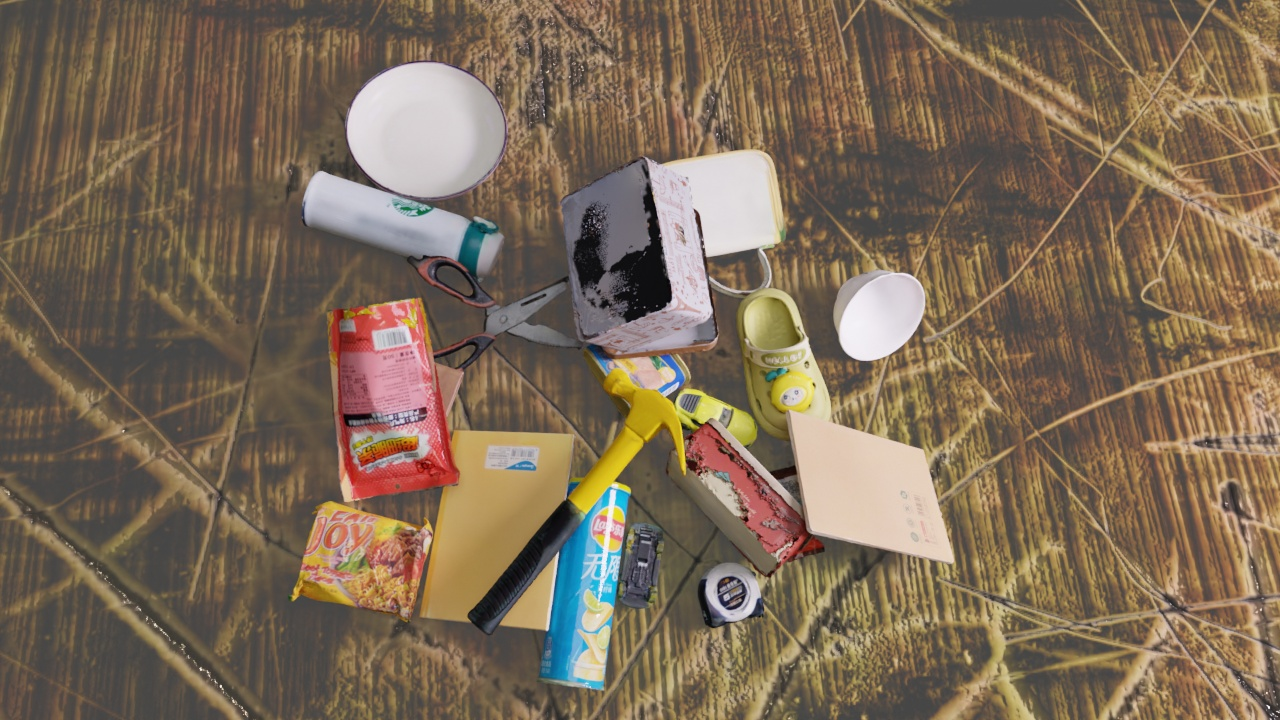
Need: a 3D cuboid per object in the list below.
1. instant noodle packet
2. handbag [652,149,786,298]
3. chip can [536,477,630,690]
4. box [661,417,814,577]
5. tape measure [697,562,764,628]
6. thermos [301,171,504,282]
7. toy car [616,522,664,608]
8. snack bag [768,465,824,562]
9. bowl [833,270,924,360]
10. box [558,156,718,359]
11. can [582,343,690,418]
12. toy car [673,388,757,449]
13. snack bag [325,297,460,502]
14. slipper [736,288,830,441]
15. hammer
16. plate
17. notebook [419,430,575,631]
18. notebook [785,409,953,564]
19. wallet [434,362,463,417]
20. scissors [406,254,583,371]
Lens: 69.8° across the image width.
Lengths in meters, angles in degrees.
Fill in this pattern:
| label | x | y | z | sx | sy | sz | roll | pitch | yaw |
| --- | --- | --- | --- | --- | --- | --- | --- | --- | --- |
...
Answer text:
| label | x | y | z | sx | sy | sz | roll | pitch | yaw |
| --- | --- | --- | --- | --- | --- | --- | --- | --- | --- |
| instant noodle packet | -0.290 | 0.207 | 0.957 | 0.128 | 0.044 | 0.110 | 12 | 66 | -4 |
| handbag | 0.094 | -0.160 | 1.134 | 0.163 | 0.063 | 0.178 | -11 | 89 | -12 |
| chip can | -0.059 | 0.233 | 0.966 | 0.071 | 0.071 | 0.210 | 10 | 71 | -5 |
| box | 0.101 | 0.154 | 0.995 | 0.078 | 0.091 | 0.168 | -38 | 71 | -19 |
| tape measure | 0.097 | 0.254 | 1.003 | 0.065 | 0.034 | 0.066 | -9 | 76 | -13 |
| thermos | -0.271 | -0.156 | 1.064 | 0.224 | 0.073 | 0.073 | 17 | 70 | -2 |
| toy car | 0.000 | 0.223 | 0.997 | 0.043 | 0.036 | 0.091 | 12 | 69 | -6 |
| snack bag | 0.176 | 0.173 | 1.044 | 0.048 | 0.026 | 0.104 | -14 | 74 | -3 |
| bowl | 0.276 | -0.066 | 1.112 | 0.118 | 0.118 | 0.064 | -18 | 36 | -14 |
| box | 0.012 | -0.098 | 1.020 | 0.166 | 0.151 | 0.181 | 12 | 64 | -51 |
| can | -0.006 | 0.006 | 1.058 | 0.083 | 0.057 | 0.102 | -34 | 79 | -15 |
| toy car | 0.087 | 0.068 | 1.064 | 0.105 | 0.032 | 0.048 | 25 | 69 | -1 |
| snack bag | -0.269 | 0.041 | 0.978 | 0.128 | 0.073 | 0.208 | -9 | 92 | 4 |
| slipper | 0.159 | -0.001 | 1.064 | 0.092 | 0.081 | 0.190 | -16 | 73 | 9 |
| hammer | -0.067 | 0.152 | 0.941 | 0.129 | 0.033 | 0.300 | 36 | 79 | 20 |
| plate | -0.260 | -0.274 | 1.122 | 0.192 | 0.039 | 0.192 | 2 | 72 | -7 |
| notebook | -0.151 | 0.175 | 0.977 | 0.146 | 0.010 | 0.206 | 0 | 70 | 16 |
| notebook | 0.255 | 0.140 | 1.016 | 0.207 | 0.008 | 0.147 | 16 | 50 | -26 |
| wallet | -0.262 | 0.049 | 1.015 | 0.101 | 0.020 | 0.115 | 19 | 84 | 0 |
| scissors | -0.176 | -0.043 | 1.038 | 0.225 | 0.015 | 0.189 | 28 | 91 | -2 |
